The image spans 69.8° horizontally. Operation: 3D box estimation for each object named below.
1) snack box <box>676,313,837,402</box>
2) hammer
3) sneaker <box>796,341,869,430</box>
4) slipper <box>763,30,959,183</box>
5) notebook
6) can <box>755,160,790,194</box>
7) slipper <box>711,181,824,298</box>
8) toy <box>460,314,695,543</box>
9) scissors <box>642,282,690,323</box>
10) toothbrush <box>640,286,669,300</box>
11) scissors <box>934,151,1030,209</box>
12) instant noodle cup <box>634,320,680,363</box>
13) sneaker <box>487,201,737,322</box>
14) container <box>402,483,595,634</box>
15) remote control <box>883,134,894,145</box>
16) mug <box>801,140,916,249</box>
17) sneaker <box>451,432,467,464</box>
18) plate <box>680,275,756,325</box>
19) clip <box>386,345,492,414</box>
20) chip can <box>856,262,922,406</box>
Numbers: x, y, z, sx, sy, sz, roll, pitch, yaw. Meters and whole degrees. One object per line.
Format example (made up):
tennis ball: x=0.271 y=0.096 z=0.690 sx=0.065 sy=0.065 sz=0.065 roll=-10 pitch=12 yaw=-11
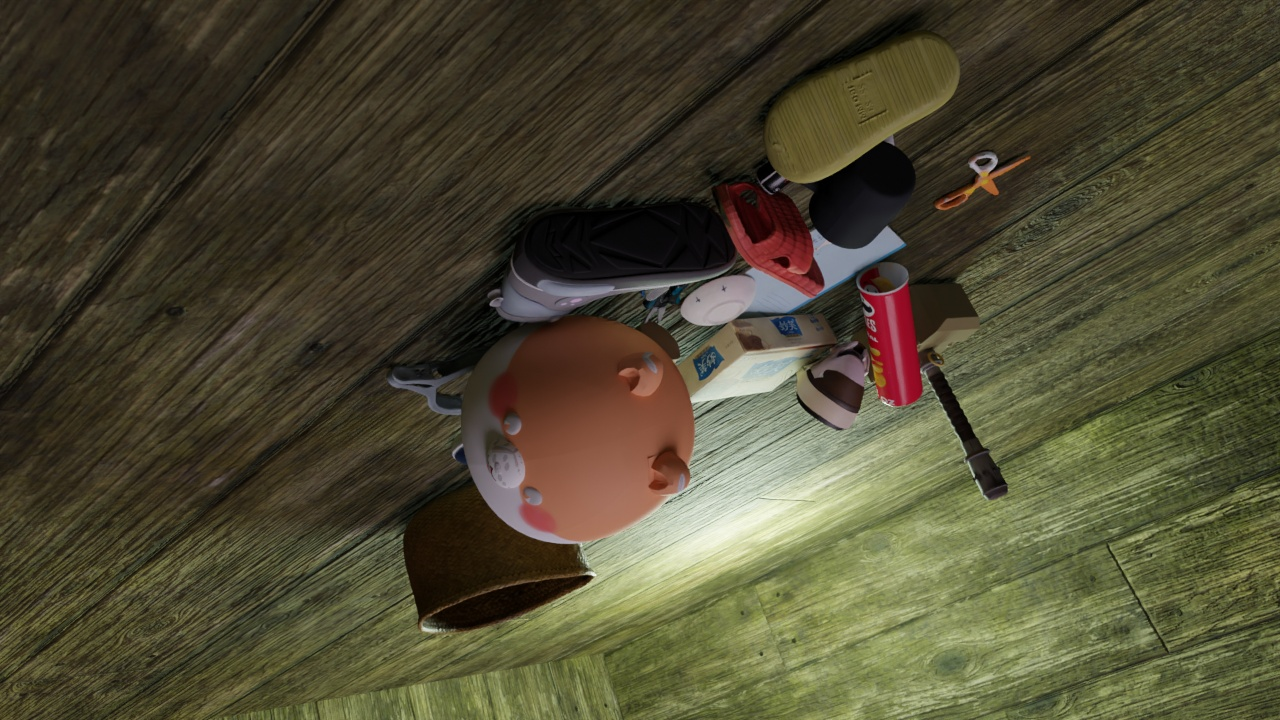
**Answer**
snack box: x=0.165 y=-0.004 z=1.341 sx=0.207 sy=0.055 sz=0.154 roll=-6 pitch=155 yaw=-42
hammer: x=0.471 y=0.061 z=1.410 sx=0.100 sy=0.324 sz=0.191 roll=-5 pitch=152 yaw=-32
sneaker: x=0.312 y=0.014 z=1.425 sx=0.116 sy=0.112 sz=0.293 roll=-58 pitch=169 yaw=14
slipper: x=0.207 y=-0.244 z=0.875 sx=0.191 sy=0.091 sz=0.081 roll=-27 pitch=-173 yaw=22
notebook: x=0.214 y=-0.116 z=1.221 sx=0.254 sy=0.009 sz=0.181 roll=-32 pitch=154 yaw=24
can: x=0.160 y=-0.208 z=0.953 sx=0.081 sy=0.031 sz=0.031 roll=-35 pitch=152 yaw=30
slipper: x=0.155 y=-0.139 z=1.008 sx=0.059 sy=0.103 sz=0.248 roll=-31 pitch=153 yaw=23
toy: x=-0.066 y=0.077 z=1.045 sx=0.281 sy=0.263 sz=0.264 roll=-7 pitch=-170 yaw=45
scissors: x=0.033 y=-0.089 z=1.120 sx=0.152 sy=0.019 sz=0.118 roll=-35 pitch=151 yaw=28
toothbrush: x=0.070 y=-0.122 z=1.060 sx=0.167 sy=0.014 sz=0.016 roll=-35 pitch=145 yaw=12
scissors: x=0.427 y=-0.228 z=1.150 sx=0.125 sy=0.011 sz=0.131 roll=-26 pitch=156 yaw=15
instant noodle cup: x=-0.007 y=0.007 z=1.219 sx=0.100 sy=0.100 sz=0.113 roll=9 pitch=132 yaw=-48
sneaker: x=-0.031 y=-0.095 z=0.992 sx=0.256 sy=0.093 sz=0.161 roll=-7 pitch=162 yaw=-30
container: x=-0.255 y=0.330 z=1.569 sx=0.306 sy=0.196 sz=0.307 roll=-18 pitch=158 yaw=-8
remote control: x=0.254 y=-0.234 z=1.001 sx=0.045 sy=0.008 sz=0.146 roll=-25 pitch=156 yaw=11
mug: x=0.224 y=-0.188 z=0.988 sx=0.121 sy=0.085 sz=0.095 roll=24 pitch=151 yaw=-6
sneaker: x=-0.148 y=0.150 z=1.271 sx=0.295 sy=0.127 sz=0.120 roll=-4 pitch=152 yaw=29
plate: x=0.105 y=-0.071 z=1.188 sx=0.104 sy=0.026 sz=0.104 roll=-16 pitch=154 yaw=-8
clip: x=-0.238 y=0.036 z=1.161 sx=0.168 sy=0.031 sz=0.165 roll=-10 pitch=152 yaw=-21
chip can: x=0.362 y=-0.033 z=1.322 sx=0.069 sy=0.069 sz=0.221 roll=-21 pitch=128 yaw=1
